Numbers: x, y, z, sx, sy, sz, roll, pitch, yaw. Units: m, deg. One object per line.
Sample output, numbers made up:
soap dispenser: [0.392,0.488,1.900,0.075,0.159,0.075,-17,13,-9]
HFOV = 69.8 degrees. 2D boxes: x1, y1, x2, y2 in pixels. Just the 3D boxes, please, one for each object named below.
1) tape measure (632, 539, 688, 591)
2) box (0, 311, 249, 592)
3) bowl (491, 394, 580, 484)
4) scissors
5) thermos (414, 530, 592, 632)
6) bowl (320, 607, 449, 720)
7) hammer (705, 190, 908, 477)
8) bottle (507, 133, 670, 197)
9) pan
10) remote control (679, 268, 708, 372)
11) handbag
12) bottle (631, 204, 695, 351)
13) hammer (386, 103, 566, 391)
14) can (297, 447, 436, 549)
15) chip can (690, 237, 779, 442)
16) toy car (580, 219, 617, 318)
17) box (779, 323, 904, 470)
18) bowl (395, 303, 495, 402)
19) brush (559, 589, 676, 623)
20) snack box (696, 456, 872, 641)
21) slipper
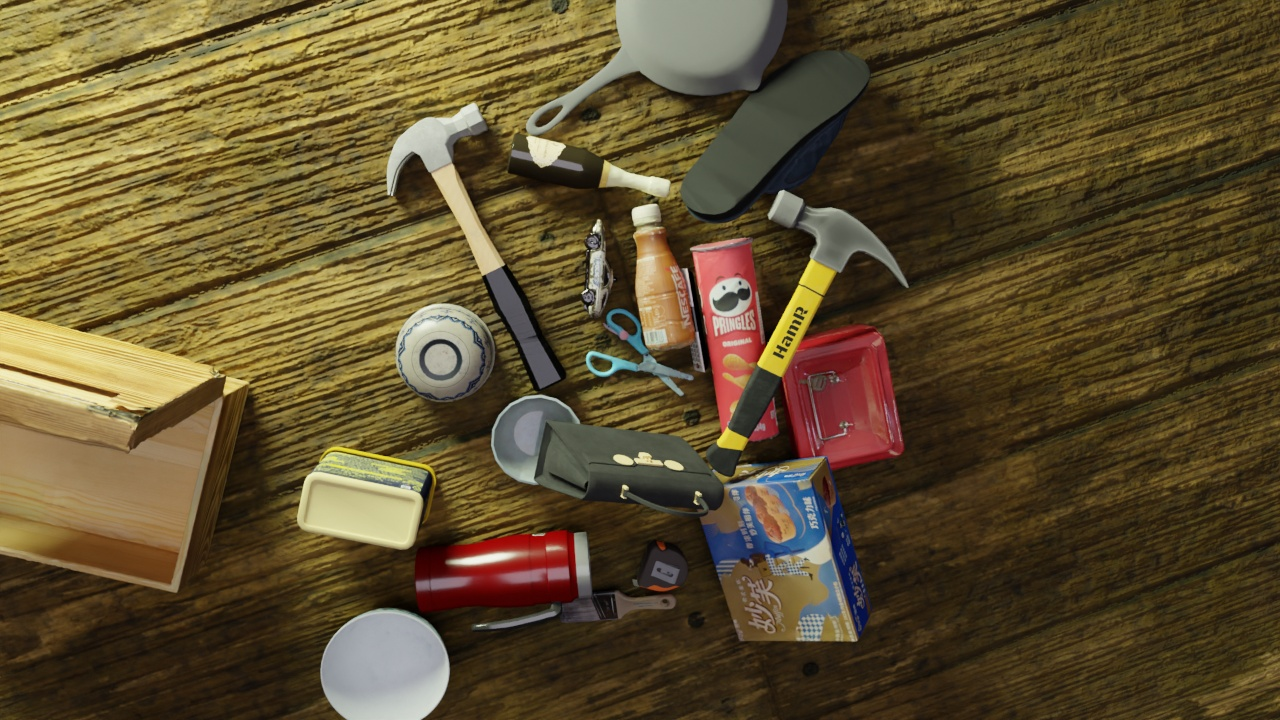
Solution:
tape measure: [0.029,0.255,1.123,0.059,0.038,0.058,20,96,-9]
box: [-0.581,0.088,0.887,0.279,0.336,0.286,15,95,-7]
bowl: [-0.121,0.090,1.081,0.106,0.039,0.106,-1,99,-6]
scissors: [-0.005,0.010,1.096,0.095,0.015,0.142,-45,97,1]
thermos: [-0.157,0.259,1.074,0.198,0.084,0.108,-5,64,-4]
bowl: [-0.295,0.350,1.083,0.144,0.074,0.144,-1,99,-6]
hammer: [0.162,-0.013,1.023,0.170,0.034,0.325,25,102,-3]
bottle: [-0.056,-0.214,1.039,0.184,0.045,0.045,12,97,-8]
pan: [0.018,-0.361,1.028,0.354,0.024,0.216,-35,94,3]
remote control: [0.063,-0.048,1.087,0.011,0.028,0.124,-14,100,-18]
handbag: [0.004,0.134,0.998,0.175,0.196,0.072,9,98,-27]
bottle: [0.021,-0.095,1.060,0.059,0.059,0.167,-12,95,-5]
hammer: [-0.174,-0.117,1.046,0.131,0.039,0.328,-26,101,-1]
can: [-0.307,0.156,1.037,0.135,0.104,0.075,13,97,-8]
chip can: [0.112,-0.023,1.074,0.073,0.073,0.233,-11,100,-5]
toy car: [-0.047,-0.105,1.055,0.040,0.048,0.113,3,98,-3]
box: [0.234,0.043,1.094,0.130,0.097,0.157,-12,103,0]
bowl: [-0.225,-0.005,1.045,0.115,0.059,0.115,-1,99,-6]
brush: [-0.031,0.300,1.126,0.151,0.012,0.039,-6,102,5]
snack box: [0.167,0.225,1.081,0.155,0.069,0.203,-11,102,34]
slipper: [0.157,-0.242,1.047,0.109,0.083,0.265,36,79,33]
